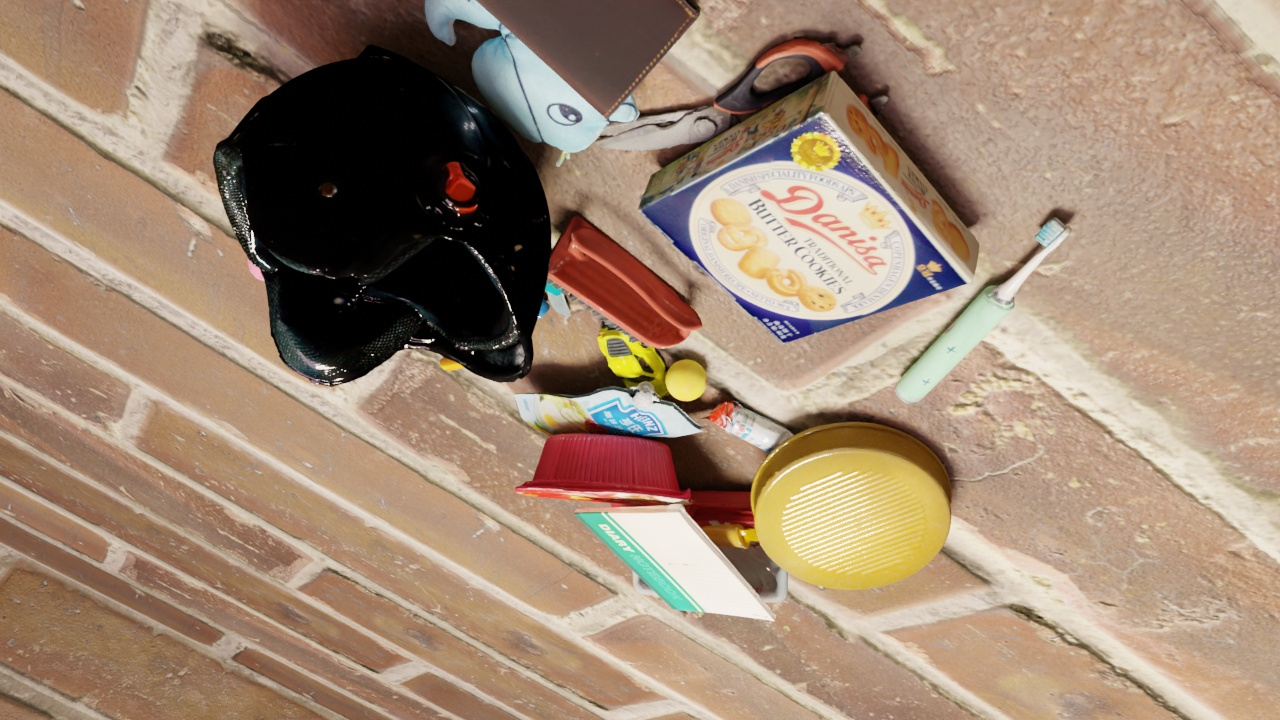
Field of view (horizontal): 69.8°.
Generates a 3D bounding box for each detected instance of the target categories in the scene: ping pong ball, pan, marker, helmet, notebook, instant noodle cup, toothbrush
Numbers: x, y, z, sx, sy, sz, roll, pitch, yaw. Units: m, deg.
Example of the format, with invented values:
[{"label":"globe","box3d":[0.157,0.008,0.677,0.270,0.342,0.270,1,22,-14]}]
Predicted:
[{"label":"ping pong ball","box3d":[0.044,0.019,0.887,0.040,0.040,0.040,14,141,11]},{"label":"pan","box3d":[0.145,0.171,0.962,0.358,0.078,0.198,-25,116,23]},{"label":"marker","box3d":[-0.166,-0.003,0.982,0.124,0.018,0.015,-8,132,32]},{"label":"helmet","box3d":[-0.182,-0.103,0.701,0.274,0.229,0.234,29,156,-7]},{"label":"notebook","box3d":[0.039,0.224,1.015,0.151,0.012,0.209,-8,133,40]},{"label":"instant noodle cup","box3d":[-0.035,0.118,0.981,0.194,0.065,0.194,5,169,1]},{"label":"toothbrush","box3d":[0.267,-0.031,0.729,0.027,0.026,0.225,42,144,11]}]

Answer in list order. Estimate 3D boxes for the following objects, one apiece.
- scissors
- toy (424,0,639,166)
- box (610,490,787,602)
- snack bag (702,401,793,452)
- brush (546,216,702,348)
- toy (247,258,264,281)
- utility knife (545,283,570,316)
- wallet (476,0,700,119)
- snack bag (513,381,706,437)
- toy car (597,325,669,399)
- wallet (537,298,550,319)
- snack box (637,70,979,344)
[{"label":"scissors","box3d":[0.058,-0.185,0.659,0.207,0.015,0.192,24,143,-2]},{"label":"toy","box3d":[-0.078,-0.216,0.659,0.161,0.049,0.156,12,134,11]},{"label":"box","box3d":[0.071,0.212,1.083,0.202,0.073,0.155,-4,113,29]},{"label":"snack bag","box3d":[0.115,0.070,0.926,0.104,0.026,0.048,29,151,-8]},{"label":"brush","box3d":[-0.013,-0.061,0.801,0.146,0.063,0.069,36,154,-19]},{"label":"toy","box3d":[-0.294,-0.113,0.852,0.195,0.074,0.179,1,113,20]},{"label":"utility knife","box3d":[-0.094,-0.104,0.830,0.029,0.013,0.180,5,139,23]},{"label":"wallet","box3d":[-0.035,-0.236,0.607,0.122,0.020,0.096,39,106,-20]},{"label":"snack bag","box3d":[-0.034,0.055,0.951,0.191,0.038,0.110,-4,143,38]},{"label":"toy car","box3d":[-0.005,0.005,0.903,0.048,0.032,0.105,-6,136,31]},{"label":"wallet","box3d":[-0.165,-0.079,0.878,0.107,0.040,0.133,-16,128,33]},{"label":"snack box","box3d":[0.122,-0.101,0.686,0.178,0.045,0.183,39,143,-26]}]
